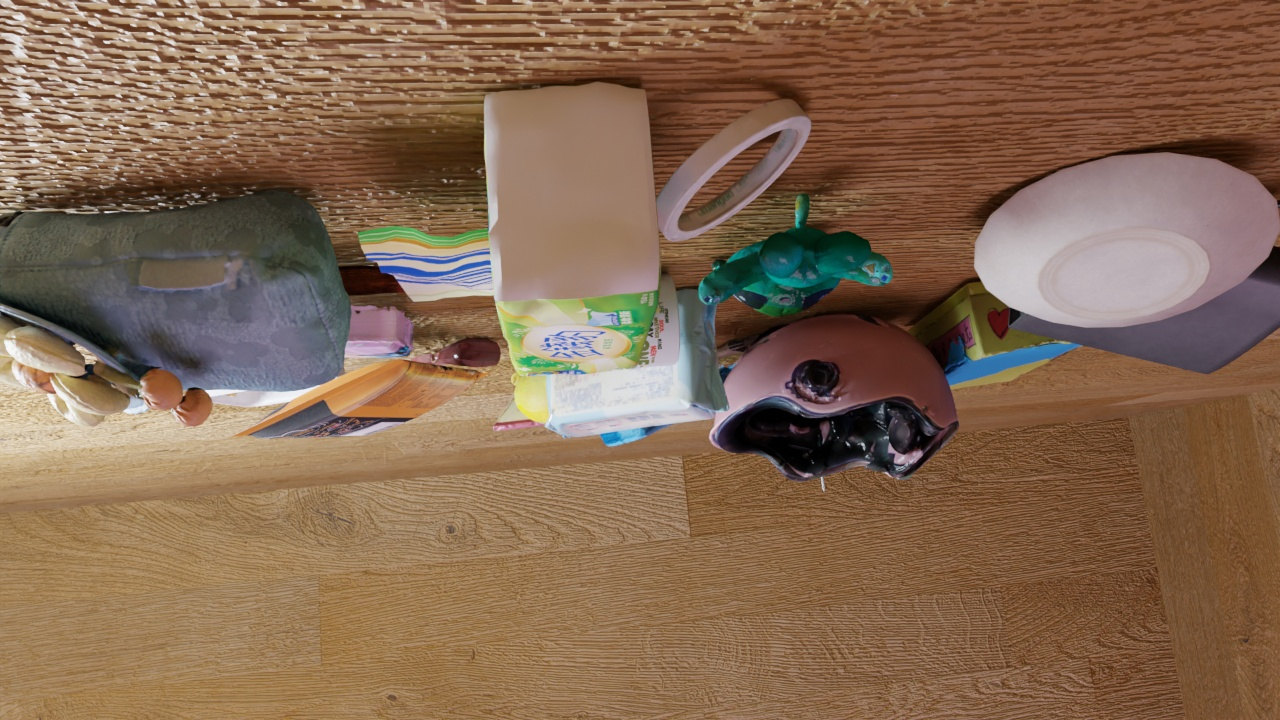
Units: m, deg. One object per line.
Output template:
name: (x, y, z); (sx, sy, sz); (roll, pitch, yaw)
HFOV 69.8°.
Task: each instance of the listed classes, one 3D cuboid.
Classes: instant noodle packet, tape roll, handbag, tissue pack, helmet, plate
instant noodle packet: (-0.248, 0.038, 0.859); (0.160, 0.032, 0.220); (-24, 172, 8)
tape roll: (0.046, -0.095, 0.468); (0.093, 0.013, 0.093); (-34, 169, -8)
handbag: (0.409, -0.070, 0.683); (0.176, 0.072, 0.196); (13, 161, -3)
tissue pack: (-0.005, 0.005, 0.838); (0.182, 0.112, 0.070); (-10, 160, 25)
handbag: (-0.264, -0.020, 0.508); (0.192, 0.118, 0.122); (-2, 140, -4)
helmet: (0.201, 0.035, 0.982); (0.256, 0.152, 0.230); (-4, 159, 12)
tissue pack: (-0.069, -0.055, 0.493); (0.141, 0.120, 0.198); (-3, 163, -5)
handbag: (-0.202, -0.003, 0.953); (0.120, 0.029, 0.055); (-7, 173, 42)
plate: (0.333, -0.068, 0.639); (0.189, 0.027, 0.189); (8, 150, 5)

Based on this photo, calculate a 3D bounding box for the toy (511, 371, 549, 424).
toy: (-0.072, 0.022, 0.991); (0.133, 0.092, 0.208); (-6, -179, -12)

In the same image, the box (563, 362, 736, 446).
box: (0.037, 0.052, 1.149); (0.230, 0.033, 0.175); (-24, -177, -36)

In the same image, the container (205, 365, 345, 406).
container: (-0.338, 0.008, 0.852); (0.129, 0.049, 0.080); (-9, 169, 17)

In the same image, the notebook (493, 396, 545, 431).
notebook: (-0.055, 0.038, 1.080); (0.209, 0.012, 0.152); (-7, -160, 12)

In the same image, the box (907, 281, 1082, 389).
box: (0.372, -0.027, 0.969); (0.124, 0.080, 0.221); (-9, 167, 1)

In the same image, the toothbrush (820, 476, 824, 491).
toothbrush: (0.208, 0.064, 1.091); (0.010, 0.181, 0.010); (-8, 176, -4)

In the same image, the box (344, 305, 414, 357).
box: (-0.257, -0.021, 0.691); (0.159, 0.035, 0.230); (0, 179, -11)

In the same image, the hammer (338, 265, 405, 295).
hammer: (-0.202, -0.056, 0.640); (0.300, 0.028, 0.111); (-3, 170, -12)

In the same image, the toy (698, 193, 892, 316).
toy: (0.102, -0.070, 0.633); (0.130, 0.072, 0.193); (-3, 179, -3)

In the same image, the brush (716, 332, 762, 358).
brush: (0.116, -0.016, 1.071); (0.038, 0.012, 0.152); (4, 166, -43)

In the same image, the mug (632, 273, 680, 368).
mug: (-0.020, -0.034, 0.760); (0.089, 0.073, 0.105); (-5, -164, -6)
